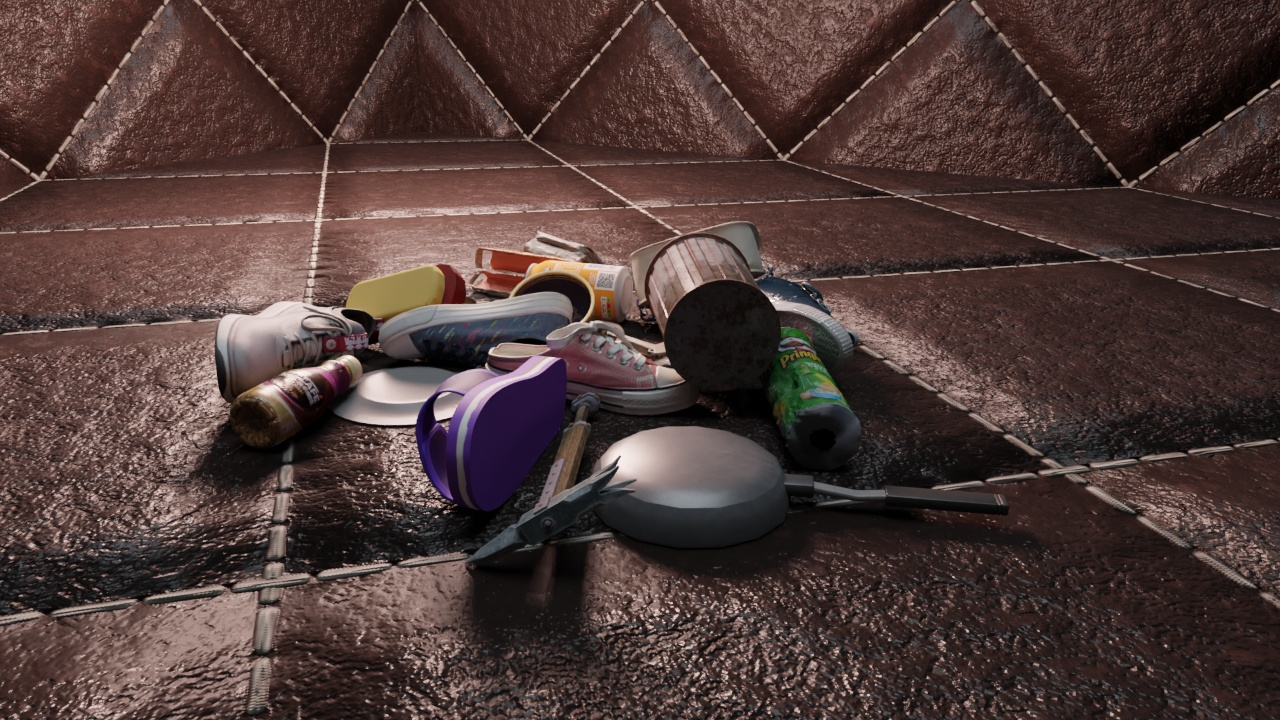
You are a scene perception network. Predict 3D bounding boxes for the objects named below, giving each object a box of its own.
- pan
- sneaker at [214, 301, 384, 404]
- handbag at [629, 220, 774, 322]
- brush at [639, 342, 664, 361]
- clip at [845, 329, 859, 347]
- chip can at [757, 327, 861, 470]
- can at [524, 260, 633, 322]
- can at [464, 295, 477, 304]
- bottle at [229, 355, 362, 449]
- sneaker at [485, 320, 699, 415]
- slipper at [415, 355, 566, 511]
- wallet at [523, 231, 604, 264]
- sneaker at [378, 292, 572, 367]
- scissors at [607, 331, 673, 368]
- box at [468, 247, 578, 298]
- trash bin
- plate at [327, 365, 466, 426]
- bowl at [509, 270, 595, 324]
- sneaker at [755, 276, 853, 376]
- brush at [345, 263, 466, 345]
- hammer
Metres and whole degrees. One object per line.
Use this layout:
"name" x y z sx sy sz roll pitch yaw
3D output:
"pan" 0.131 0.106 0.795 0.357 0.041 0.178 4 20 8
"sneaker" -0.380 -0.015 1.028 0.129 0.097 0.262 -4 13 3
"handbag" 0.089 -0.115 1.297 0.201 0.093 0.199 -15 -8 16
"brush" -0.007 0.006 1.114 0.135 0.015 0.050 -19 28 -30
"clip" 0.229 -0.049 1.252 0.172 0.029 0.141 18 28 37
"chip can" 0.166 0.035 0.949 0.075 0.075 0.223 0 20 -2
"can" -0.087 -0.099 1.301 0.142 0.079 0.079 6 21 15
"can" -0.277 -0.063 1.212 0.121 0.067 0.067 15 24 32
"bottle" -0.347 0.035 0.949 0.060 0.060 0.165 7 20 16
"sneaker" -0.052 -0.001 1.010 0.241 0.088 0.118 8 20 5
"slipper" -0.145 0.055 0.834 0.084 0.107 0.266 7 14 10
"wallet" -0.111 -0.152 1.444 0.132 0.054 0.100 15 -16 37
"sneaker" -0.194 -0.021 1.097 0.235 0.087 0.079 -8 63 2
"scissors" 0.000 -0.005 1.099 0.193 0.015 0.179 -9 26 -15
"box" -0.180 -0.128 1.402 0.187 0.083 0.043 9 6 28
"trash bin" 0.076 -0.062 1.037 0.131 0.131 0.211 -1 21 -4
"plate" -0.259 0.032 1.029 0.178 0.012 0.178 1 20 0
"bowl" -0.112 -0.055 1.189 0.112 0.061 0.112 -3 53 4
"sneaker" 0.197 -0.049 1.132 0.087 0.089 0.235 -18 30 -21
"brush" -0.306 -0.074 1.163 0.174 0.082 0.042 -11 -29 21
"hammer" -0.067 0.085 0.827 0.147 0.028 0.316 -31 11 9
